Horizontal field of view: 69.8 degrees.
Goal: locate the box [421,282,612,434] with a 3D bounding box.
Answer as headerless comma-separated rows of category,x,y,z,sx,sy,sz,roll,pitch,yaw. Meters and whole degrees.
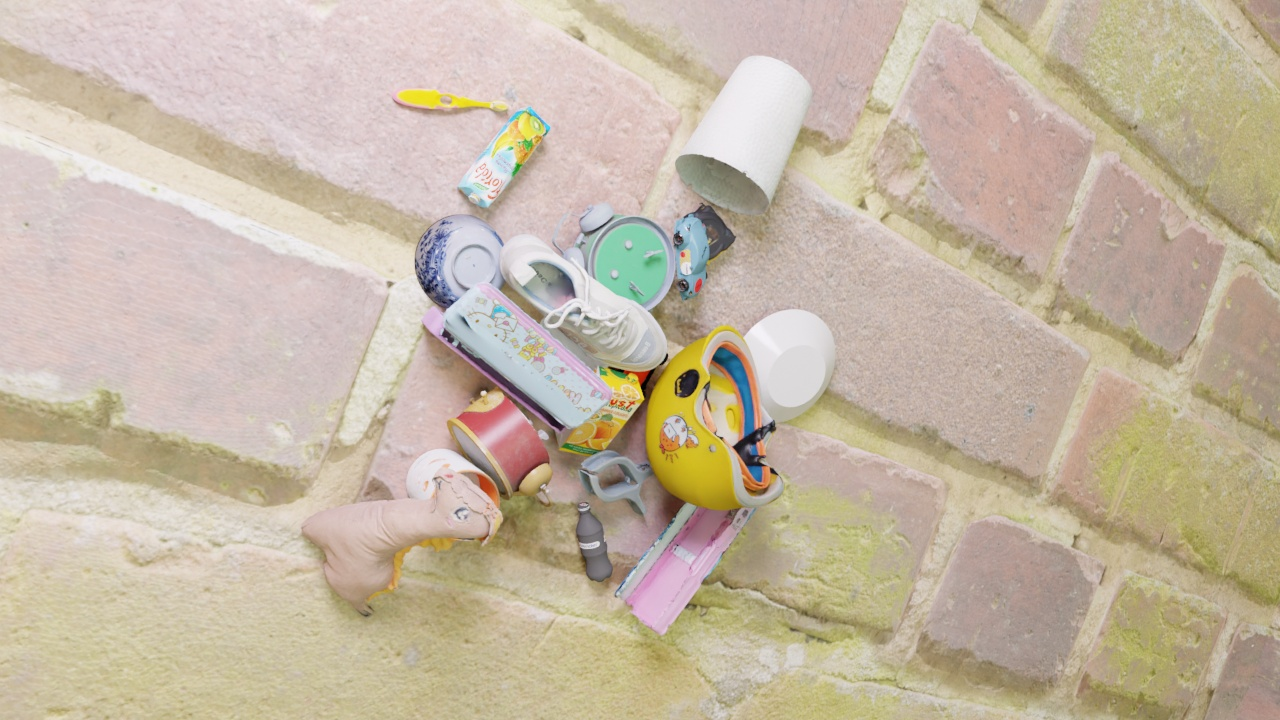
box,-0.146,0.005,1.060,0.214,0.140,0.062,42,51,-26

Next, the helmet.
helmet,0.080,0.085,1.199,0.209,0.140,0.239,33,45,-52

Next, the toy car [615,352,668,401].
toy car,-0.007,0.007,1.192,0.051,0.049,0.100,34,83,-31

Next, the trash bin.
trash bin,0.139,-0.291,1.174,0.133,0.133,0.161,34,78,-30

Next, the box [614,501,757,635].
box,0.054,0.248,1.253,0.090,0.085,0.230,45,77,-30

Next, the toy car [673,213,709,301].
toy car,0.069,-0.129,1.161,0.060,0.027,0.108,-32,124,-50

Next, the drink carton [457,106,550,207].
drink carton,-0.159,-0.235,1.065,0.044,0.039,0.128,41,79,-29

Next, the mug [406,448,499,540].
mug,-0.220,0.154,1.070,0.082,0.105,0.082,-6,102,-28

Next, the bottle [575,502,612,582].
bottle,-0.064,0.239,1.214,0.036,0.036,0.110,-20,109,-25

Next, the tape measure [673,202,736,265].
tape measure,0.082,-0.164,1.213,0.072,0.042,0.071,-47,121,-10

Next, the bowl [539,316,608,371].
bowl,-0.089,-0.024,1.145,0.109,0.040,0.110,-6,103,-27

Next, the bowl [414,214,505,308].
bowl,-0.200,-0.111,1.063,0.114,0.045,0.114,-6,103,-28

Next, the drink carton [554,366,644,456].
drink carton,-0.052,0.064,1.148,0.058,0.041,0.123,16,126,-31

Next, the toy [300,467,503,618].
toy,-0.251,0.205,1.005,0.196,0.265,0.065,67,27,-27

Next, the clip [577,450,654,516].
clip,-0.020,0.147,1.197,0.090,0.027,0.162,-61,144,-7

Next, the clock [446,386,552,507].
clock,-0.151,0.107,1.088,0.081,0.117,0.159,-38,96,-22

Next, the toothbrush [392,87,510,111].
toothbrush,-0.212,-0.293,1.037,0.135,0.016,0.021,-3,106,-29

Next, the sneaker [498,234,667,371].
sneaker,-0.061,-0.051,1.066,0.242,0.090,0.089,36,102,-27

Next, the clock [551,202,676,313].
clock,-0.035,-0.128,1.134,0.161,0.075,0.122,27,87,-31

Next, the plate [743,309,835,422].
plate,0.213,0.016,1.304,0.173,0.036,0.174,-8,113,-20
